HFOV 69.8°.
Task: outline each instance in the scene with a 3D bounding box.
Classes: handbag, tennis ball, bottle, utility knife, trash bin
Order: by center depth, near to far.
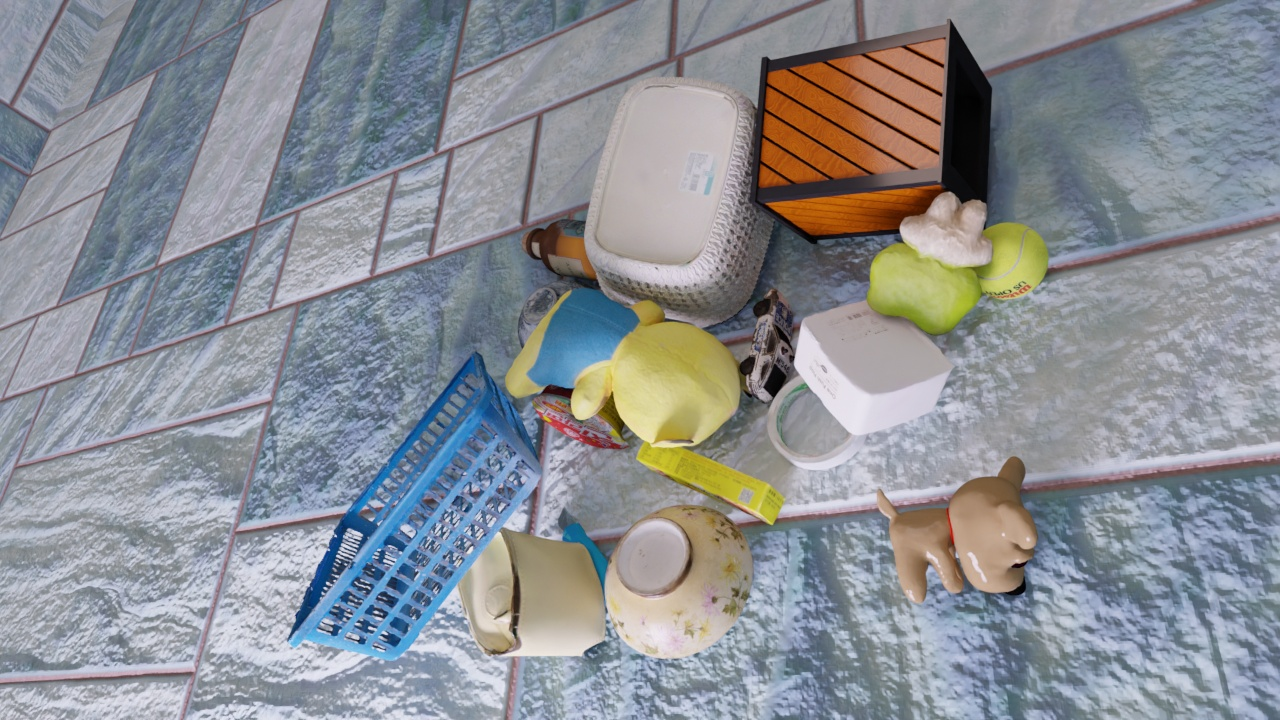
[{"bbox_3d":[0.314,-0.085,0.785,0.065,0.065,0.065,-17,55,26],"label":"tennis ball"},{"bbox_3d":[0.215,-0.200,0.847,0.172,0.139,0.139,0,81,35],"label":"trash bin"},{"bbox_3d":[-0.102,0.219,0.849,0.081,0.119,0.111,-41,51,23],"label":"handbag"},{"bbox_3d":[-0.039,0.203,0.892,0.031,0.015,0.175,-44,49,1],"label":"utility knife"},{"bbox_3d":[-0.078,-0.132,1.082,0.157,0.068,0.067,12,71,39],"label":"bottle"}]

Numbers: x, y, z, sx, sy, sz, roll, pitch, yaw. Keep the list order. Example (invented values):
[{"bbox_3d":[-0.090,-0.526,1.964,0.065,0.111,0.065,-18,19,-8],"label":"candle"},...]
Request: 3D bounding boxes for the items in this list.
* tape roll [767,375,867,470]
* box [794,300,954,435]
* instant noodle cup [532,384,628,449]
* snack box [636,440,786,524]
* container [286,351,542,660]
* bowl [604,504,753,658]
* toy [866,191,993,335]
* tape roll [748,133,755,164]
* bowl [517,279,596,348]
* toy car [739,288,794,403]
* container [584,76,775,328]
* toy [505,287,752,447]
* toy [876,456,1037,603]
[{"bbox_3d":[0.163,0.054,0.840,0.094,0.018,0.093,-16,56,26],"label":"tape roll"},{"bbox_3d":[0.198,0.016,0.806,0.102,0.095,0.107,-15,49,-21],"label":"box"},{"bbox_3d":[-0.045,0.019,0.958,0.100,0.100,0.112,6,60,37],"label":"instant noodle cup"},{"bbox_3d":[0.064,0.110,0.860,0.148,0.040,0.029,19,75,40],"label":"snack box"},{"bbox_3d":[-0.202,0.131,0.895,0.257,0.089,0.362,-52,13,-2],"label":"container"},{"bbox_3d":[0.022,0.185,0.818,0.145,0.063,0.145,-14,54,20],"label":"bowl"},{"bbox_3d":[0.245,-0.083,0.764,0.092,0.043,0.118,25,113,17],"label":"toy"},{"bbox_3d":[0.162,-0.230,1.001,0.094,0.027,0.093,-17,55,26],"label":"tape roll"},{"bbox_3d":[-0.101,-0.049,1.054,0.115,0.060,0.114,-17,56,27],"label":"bowl"},{"bbox_3d":[0.129,-0.015,0.882,0.041,0.048,0.112,-2,63,36],"label":"toy car"},{"bbox_3d":[0.042,-0.165,0.936,0.185,0.143,0.251,13,84,16],"label":"container"},{"bbox_3d":[-0.005,0.005,0.870,0.214,0.084,0.148,26,59,14],"label":"toy"},{"bbox_3d":[0.244,0.132,0.692,0.108,0.134,0.106,-21,96,23],"label":"toy"}]
